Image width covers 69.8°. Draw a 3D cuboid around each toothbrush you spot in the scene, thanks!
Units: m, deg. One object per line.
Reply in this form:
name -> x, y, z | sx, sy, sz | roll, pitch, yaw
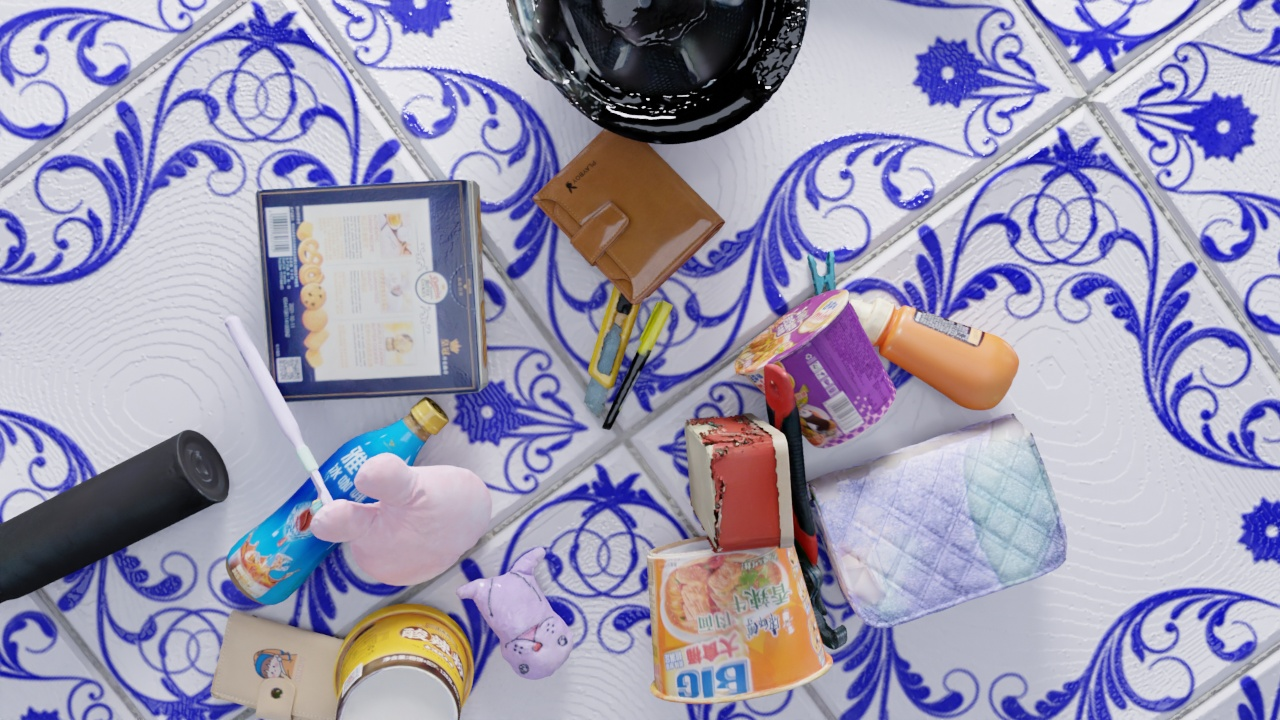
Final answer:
toothbrush -> -0.298, 0.044, 0.753 | 0.029, 0.021, 0.189 | -41, 75, 45

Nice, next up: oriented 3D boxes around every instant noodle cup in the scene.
instant noodle cup -> 0.073, 0.203, 0.752 | 0.151, 0.151, 0.111 | -9, 84, 0
instant noodle cup -> -0.197, 0.275, 0.756 | 0.118, 0.114, 0.118 | -1, 93, -11
instant noodle cup -> 0.151, 0.011, 0.762 | 0.111, 0.111, 0.099 | -38, 102, 1

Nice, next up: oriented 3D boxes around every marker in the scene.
marker -> -0.005, 0.005, 0.800 | 0.015, 0.018, 0.124 | 26, 93, 0

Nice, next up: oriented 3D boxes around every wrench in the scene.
wrench -> 0.132, 0.125, 0.754 | 0.016, 0.056, 0.274 | -24, 115, -21

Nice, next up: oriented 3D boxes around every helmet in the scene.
helmet -> 0.006, -0.308, 0.717 | 0.230, 0.156, 0.274 | -26, 103, 7

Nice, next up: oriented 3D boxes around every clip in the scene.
clip -> 0.161, -0.067, 0.799 | 0.047, 0.014, 0.057 | -7, 94, -2

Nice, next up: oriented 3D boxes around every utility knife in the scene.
utility knife -> -0.015, -0.037, 0.799 | 0.033, 0.015, 0.181 | 17, 92, 2

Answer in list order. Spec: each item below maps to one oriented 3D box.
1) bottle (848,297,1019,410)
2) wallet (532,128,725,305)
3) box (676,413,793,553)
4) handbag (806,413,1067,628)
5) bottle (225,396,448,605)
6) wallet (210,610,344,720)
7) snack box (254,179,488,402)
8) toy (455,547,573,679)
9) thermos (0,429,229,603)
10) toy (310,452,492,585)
bottle -> 0.241, -0.013, 0.782 | 0.149, 0.066, 0.067 | 27, 92, 6
wallet -> -0.011, -0.126, 0.778 | 0.108, 0.031, 0.132 | -43, 80, 1
box -> 0.066, 0.091, 0.729 | 0.075, 0.168, 0.091 | -5, 93, -3
handbag -> 0.248, 0.137, 0.780 | 0.194, 0.075, 0.134 | -18, 88, -1
bottle -> -0.252, 0.115, 0.782 | 0.218, 0.065, 0.065 | -42, 92, 1
wallet -> -0.317, 0.277, 0.811 | 0.115, 0.024, 0.087 | 15, 94, -2
snack box -> -0.226, -0.059, 0.782 | 0.182, 0.046, 0.178 | -2, 93, 1
toy -> -0.099, 0.226, 0.801 | 0.084, 0.039, 0.108 | -28, 91, -8
thermos -> -0.482, 0.131, 0.778 | 0.242, 0.068, 0.090 | -25, 97, 1
toy -> -0.191, 0.128, 0.751 | 0.121, 0.159, 0.054 | -44, 53, -3
